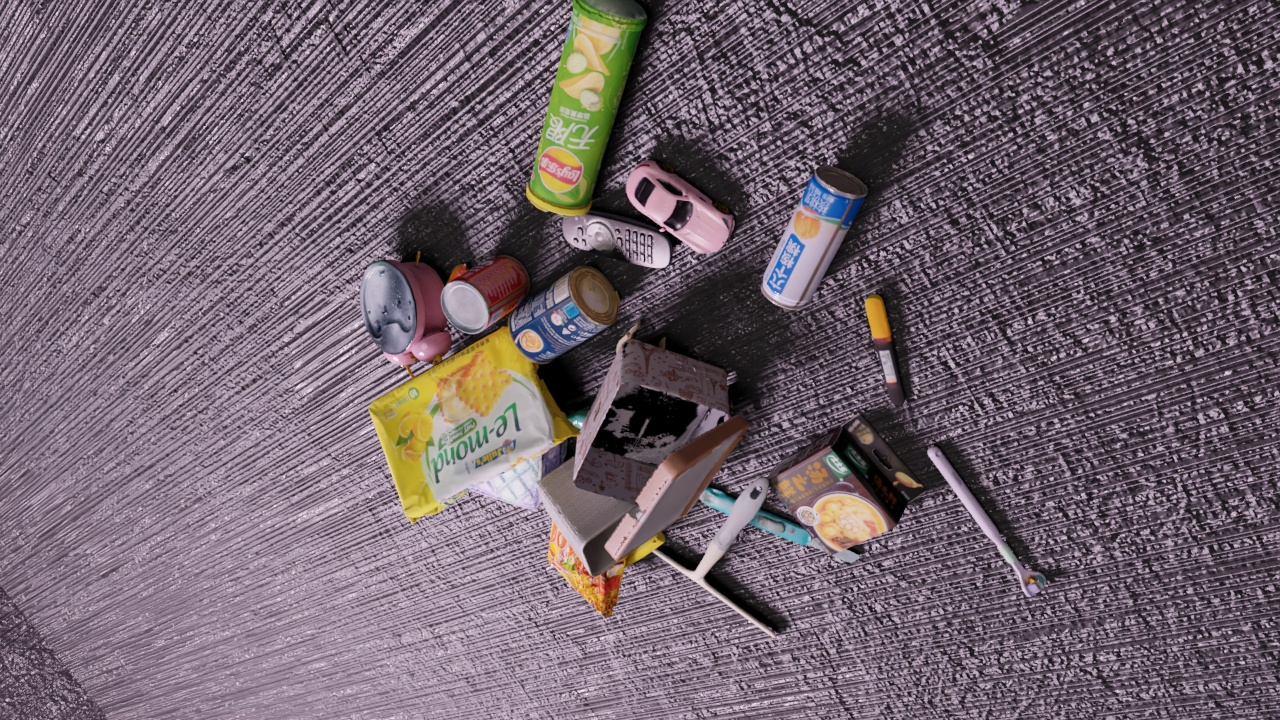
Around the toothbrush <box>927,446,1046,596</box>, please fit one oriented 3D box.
[{"bbox_3d":[0.355,0.164,0.949,0.189,0.029,0.021,52,165,-4],"label":"toothbrush"}]

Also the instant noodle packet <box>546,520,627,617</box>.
[{"bbox_3d":[-0.074,0.258,1.204,0.128,0.044,0.111,37,128,37],"label":"instant noodle packet"}]

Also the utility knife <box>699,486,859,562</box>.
[{"bbox_3d":[0.156,0.192,1.077,0.208,0.013,0.029,20,124,18],"label":"utility knife"}]

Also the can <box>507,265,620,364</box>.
[{"bbox_3d":[-0.087,-0.051,1.040,0.111,0.075,0.075,-29,100,37],"label":"can"}]

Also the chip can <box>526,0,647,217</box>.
[{"bbox_3d":[-0.056,-0.255,0.915,0.072,0.072,0.222,30,126,12],"label":"chip can"}]

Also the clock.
[{"bbox_3d":[-0.287,-0.050,1.139,0.117,0.059,0.158,-7,95,42],"label":"clock"}]

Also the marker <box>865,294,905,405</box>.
[{"bbox_3d":[0.246,-0.009,0.918,0.018,0.015,0.124,-5,115,33],"label":"marker"}]

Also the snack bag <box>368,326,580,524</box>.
[{"bbox_3d":[-0.204,0.075,1.103,0.247,0.068,0.158,-28,74,15],"label":"snack bag"}]

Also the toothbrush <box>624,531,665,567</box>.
[{"bbox_3d":[-0.019,0.259,1.183,0.015,0.016,0.191,62,142,15],"label":"toothbrush"}]

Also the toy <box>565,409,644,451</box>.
[{"bbox_3d":[-0.039,0.096,1.125,0.097,0.030,0.092,-13,114,26],"label":"toy"}]

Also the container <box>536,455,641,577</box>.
[{"bbox_3d":[-0.060,0.182,1.116,0.114,0.090,0.090,45,159,34],"label":"container"}]

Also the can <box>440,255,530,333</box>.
[{"bbox_3d":[-0.177,-0.079,1.063,0.066,0.093,0.067,13,121,23],"label":"can"}]

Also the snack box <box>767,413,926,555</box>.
[{"bbox_3d":[0.220,0.137,0.994,0.113,0.053,0.126,48,133,-2],"label":"snack box"}]

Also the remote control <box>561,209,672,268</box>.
[{"bbox_3d":[-0.023,-0.134,0.991,0.136,0.024,0.053,18,131,23],"label":"remote control"}]

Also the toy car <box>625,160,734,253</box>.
[{"bbox_3d":[0.039,-0.156,0.939,0.122,0.037,0.056,36,129,6],"label":"toy car"}]

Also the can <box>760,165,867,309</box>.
[{"bbox_3d":[0.164,-0.115,0.880,0.053,0.053,0.135,31,126,11],"label":"can"}]

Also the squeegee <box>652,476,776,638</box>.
[{"bbox_3d":[0.095,0.216,1.081,0.246,0.039,0.247,34,137,9],"label":"squeegee"}]

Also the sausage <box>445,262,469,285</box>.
[{"bbox_3d":[-0.249,-0.064,1.157,0.021,0.021,0.166,40,127,4],"label":"sausage"}]

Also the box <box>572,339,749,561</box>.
[{"bbox_3d":[0.017,0.114,0.992,0.153,0.177,0.183,18,127,-11],"label":"box"}]

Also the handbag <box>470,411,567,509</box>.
[{"bbox_3d":[-0.192,0.103,1.184,0.194,0.075,0.134,15,116,20],"label":"handbag"}]

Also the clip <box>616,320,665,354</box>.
[{"bbox_3d":[0.004,0.010,1.051,0.083,0.034,0.105,18,128,20],"label":"clip"}]
